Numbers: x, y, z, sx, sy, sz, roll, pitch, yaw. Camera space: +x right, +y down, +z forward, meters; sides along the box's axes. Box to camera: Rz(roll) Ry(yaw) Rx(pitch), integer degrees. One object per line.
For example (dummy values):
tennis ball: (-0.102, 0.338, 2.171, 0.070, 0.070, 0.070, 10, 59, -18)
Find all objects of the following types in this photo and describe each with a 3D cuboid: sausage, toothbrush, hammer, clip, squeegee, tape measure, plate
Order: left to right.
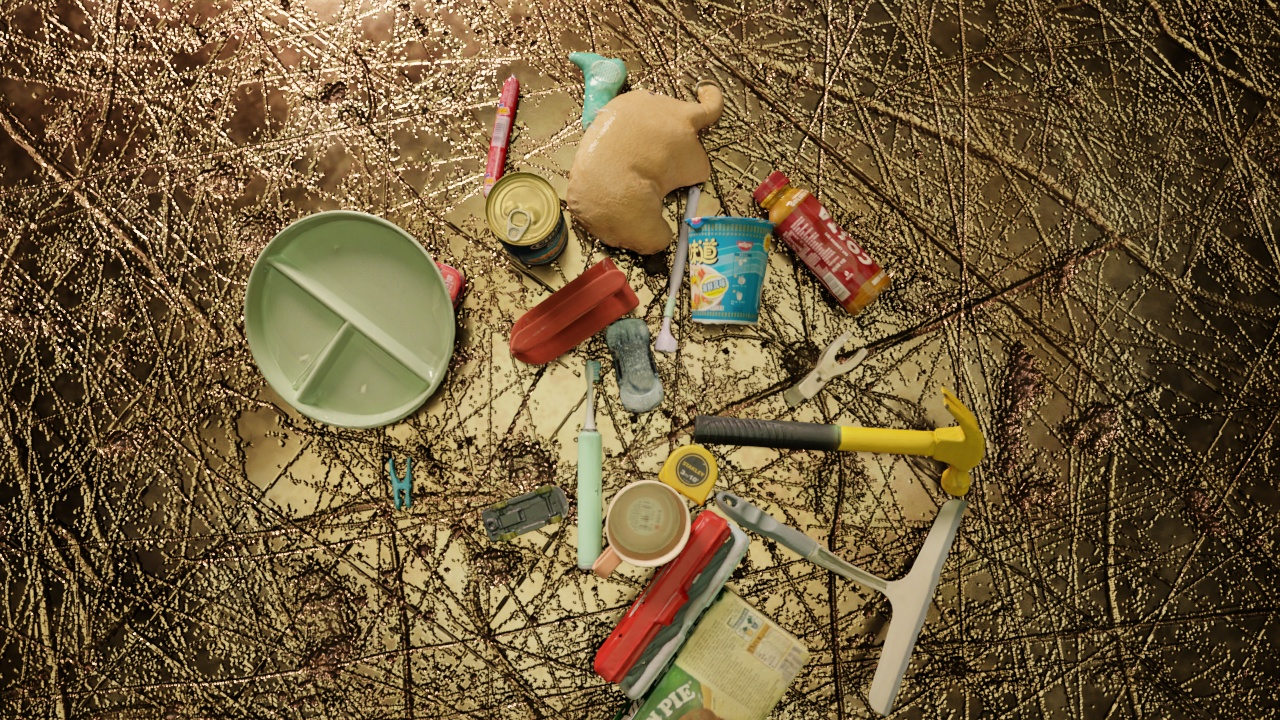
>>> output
plate: (-0.303, -0.041, 0.962, 0.230, 0.027, 0.230, 1, 100, 6)
clip: (-0.256, 0.132, 0.982, 0.041, 0.014, 0.056, -4, 83, -1)
sausage: (-0.155, -0.245, 1.017, 0.020, 0.020, 0.155, 10, 84, -1)
toothbrush: (-0.054, 0.111, 0.983, 0.027, 0.027, 0.224, 4, 83, -39)
toothbrush: (0.044, -0.101, 1.009, 0.029, 0.021, 0.189, 7, 82, 31)
tape measure: (0.054, 0.119, 0.983, 0.060, 0.029, 0.057, 31, 85, 2)
squeegee: (0.189, 0.204, 0.974, 0.246, 0.039, 0.246, 27, 67, 7)
clip: (0.201, 0.012, 0.996, 0.098, 0.064, 0.034, -42, 88, -12)
hammer: (0.208, 0.081, 0.969, 0.301, 0.032, 0.129, 3, 128, 7)

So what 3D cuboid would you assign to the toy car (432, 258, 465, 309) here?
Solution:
toy car: (-0.250, -0.091, 0.988, 0.120, 0.045, 0.053, 19, 86, -2)

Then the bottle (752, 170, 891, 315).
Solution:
bottle: (0.194, -0.130, 0.996, 0.057, 0.057, 0.175, -41, 87, -5)

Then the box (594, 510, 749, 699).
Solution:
box: (0.036, 0.250, 0.943, 0.068, 0.090, 0.201, 37, 85, 3)

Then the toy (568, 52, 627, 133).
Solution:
toy: (-0.037, -0.293, 1.021, 0.096, 0.030, 0.092, 7, 89, -8)

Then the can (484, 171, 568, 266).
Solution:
can: (-0.117, -0.145, 0.963, 0.075, 0.111, 0.075, 0, 84, 0)

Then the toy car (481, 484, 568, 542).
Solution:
toy car: (-0.121, 0.161, 0.971, 0.090, 0.035, 0.042, -19, 87, -4)

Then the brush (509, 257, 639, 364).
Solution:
brush: (-0.076, -0.047, 0.975, 0.145, 0.069, 0.063, -34, 85, -4)

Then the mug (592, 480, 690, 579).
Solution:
mug: (-0.004, 0.175, 0.937, 0.081, 0.106, 0.114, 42, 85, 3)

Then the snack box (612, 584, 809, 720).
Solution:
snack box: (0.056, 0.356, 0.937, 0.114, 0.063, 0.240, 37, 85, -5)

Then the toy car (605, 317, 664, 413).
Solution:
toy car: (-0.006, 0.006, 0.992, 0.049, 0.031, 0.105, -14, 86, -2)

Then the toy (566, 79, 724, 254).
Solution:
toy: (0.009, -0.228, 0.992, 0.143, 0.082, 0.226, 33, 83, -20)

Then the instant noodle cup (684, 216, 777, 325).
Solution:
instant noodle cup: (0.092, -0.093, 0.977, 0.099, 0.099, 0.110, 3, 93, -1)
